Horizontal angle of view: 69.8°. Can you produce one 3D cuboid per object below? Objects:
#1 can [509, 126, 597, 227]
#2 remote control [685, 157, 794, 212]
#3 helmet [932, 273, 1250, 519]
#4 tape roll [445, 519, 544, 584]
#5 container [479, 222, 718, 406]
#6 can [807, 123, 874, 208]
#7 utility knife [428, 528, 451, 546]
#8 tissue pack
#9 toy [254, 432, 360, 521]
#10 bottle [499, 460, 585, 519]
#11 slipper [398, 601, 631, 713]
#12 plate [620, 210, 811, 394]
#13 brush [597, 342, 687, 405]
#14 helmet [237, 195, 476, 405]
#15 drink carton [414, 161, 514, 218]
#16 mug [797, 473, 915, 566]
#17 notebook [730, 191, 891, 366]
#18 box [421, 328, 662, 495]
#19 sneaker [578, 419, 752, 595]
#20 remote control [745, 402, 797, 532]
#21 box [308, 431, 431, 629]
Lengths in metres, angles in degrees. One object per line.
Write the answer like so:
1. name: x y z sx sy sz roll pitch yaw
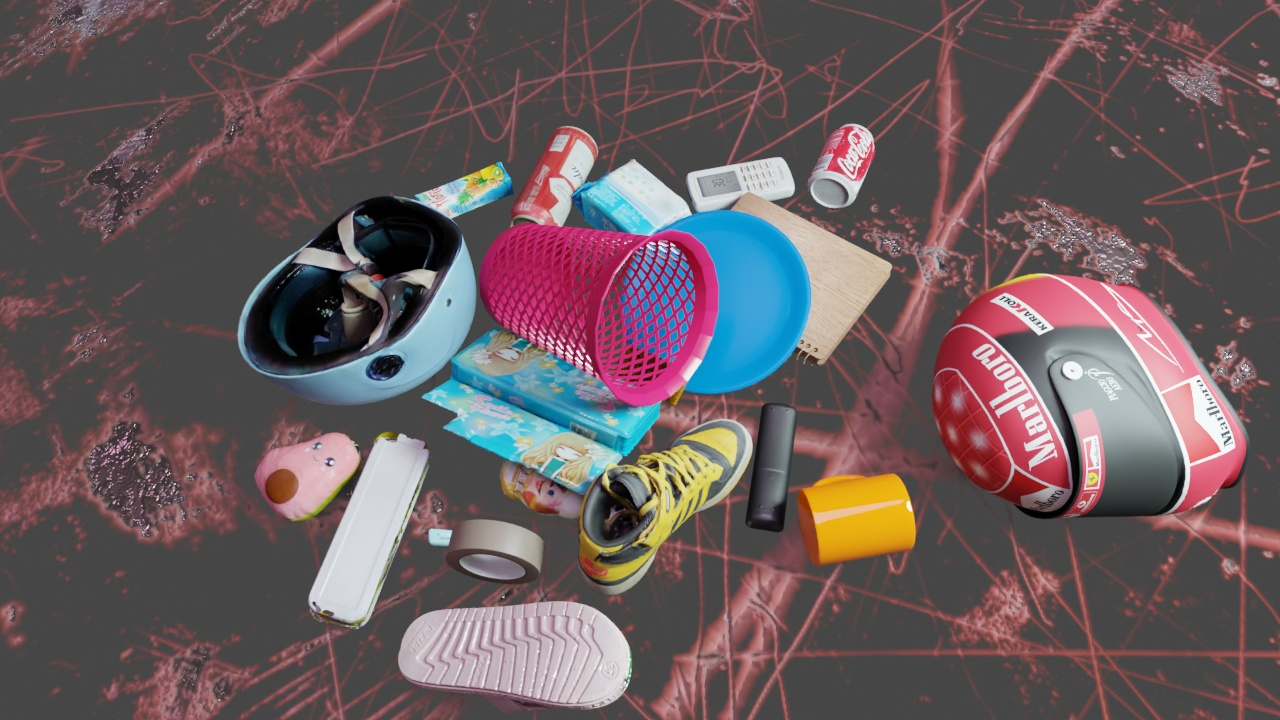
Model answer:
1. can: -0.112 -0.228 1.194 0.067 0.067 0.169 15 59 13
2. remote control: 0.130 -0.230 1.205 0.138 0.025 0.060 -11 57 -3
3. helmet: 0.412 0.046 0.906 0.224 0.198 0.270 -20 66 -10
4. tape roll: -0.143 0.190 0.907 0.094 0.094 0.030 4 57 6
5. container: -0.060 -0.070 1.009 0.226 0.183 0.182 20 58 40
6. can: 0.262 -0.252 1.188 0.064 0.064 0.104 20 60 15
7. utility knife: -0.163 0.189 0.957 0.120 0.015 0.022 3 32 4
8. tissue pack: -0.008 -0.189 1.166 0.092 0.062 0.144 -39 66 -21
9. toy: -0.356 0.120 0.991 0.109 0.051 0.090 -35 63 -19
10. bottle: -0.092 0.133 0.959 0.109 0.063 0.063 26 62 20
11. slipper: -0.114 0.281 0.866 0.240 0.064 0.094 -4 53 22
12. plate: 0.087 -0.068 1.076 0.224 0.024 0.224 -4 74 14
13. brush: -0.006 0.007 1.056 0.126 0.017 0.048 24 80 20
14. helmet: -0.302 -0.047 1.025 0.265 0.167 0.225 -34 50 -16
15. drink carton: -0.233 -0.218 1.212 0.128 0.039 0.044 -25 59 -12
16. mug: 0.211 0.150 0.930 0.096 0.078 0.112 -9 29 -3
17. notebook: 0.169 -0.100 1.112 0.210 0.022 0.168 32 69 22
18. box: -0.113 0.051 0.992 0.227 0.039 0.181 22 34 17
19. sneaker: 0.025 0.123 0.924 0.086 0.122 0.238 36 67 22
20. remote control: 0.142 0.111 0.985 0.041 0.020 0.151 8 57 7
21. box: -0.281 0.176 0.966 0.066 0.045 0.209 16 58 -1
